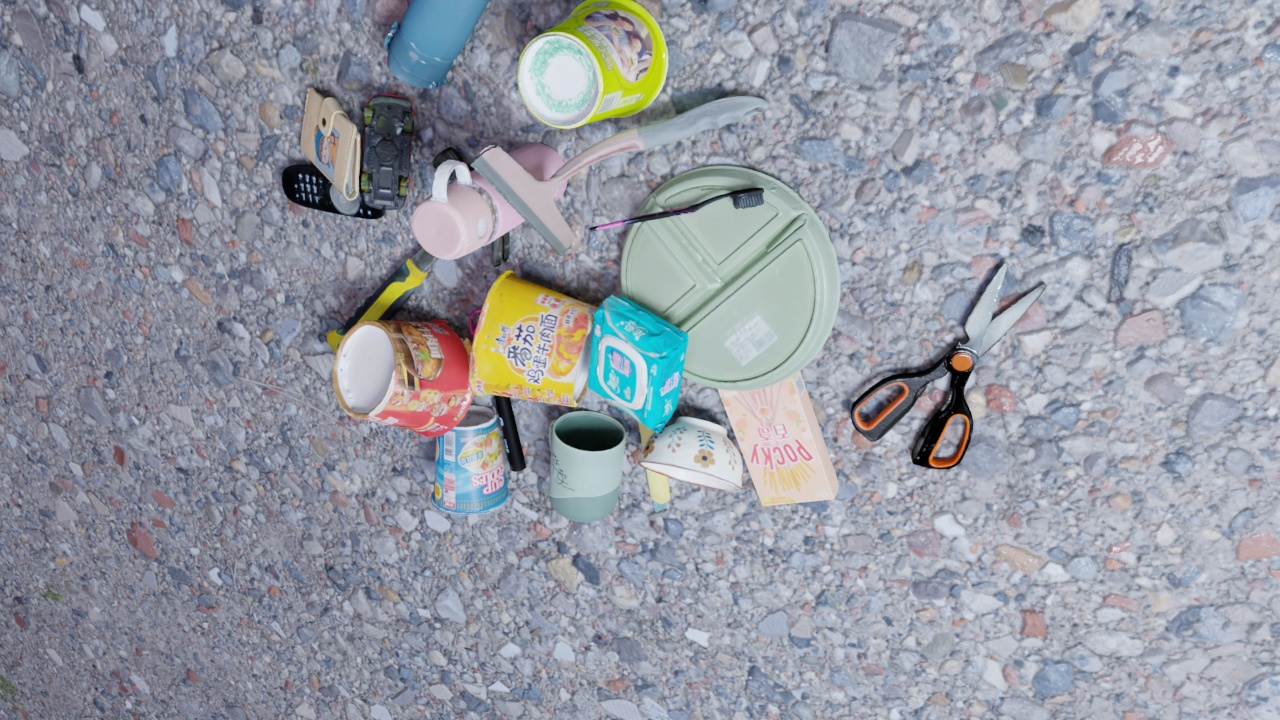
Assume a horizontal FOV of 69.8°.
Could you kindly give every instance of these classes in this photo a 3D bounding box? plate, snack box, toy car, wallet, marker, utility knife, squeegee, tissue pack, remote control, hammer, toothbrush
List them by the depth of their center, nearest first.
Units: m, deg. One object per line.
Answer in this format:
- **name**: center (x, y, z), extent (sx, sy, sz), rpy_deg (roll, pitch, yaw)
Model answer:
- **squeegee**: center (-0.004, -0.196, 0.845), extent (0.250, 0.247, 0.040), rpy_deg (-22, 75, 7)
- **toothbrush**: center (0.031, -0.139, 0.876), extent (0.190, 0.014, 0.018), rpy_deg (-8, 114, 30)
- **plate**: center (0.080, -0.074, 0.900), extent (0.230, 0.027, 0.230), rpy_deg (10, 113, 24)
- **tissue pack**: center (-0.006, 0.005, 0.936), extent (0.093, 0.050, 0.134), rpy_deg (33, 141, 24)
- **snack box**: center (0.146, 0.079, 0.967), extent (0.085, 0.026, 0.157), rpy_deg (-12, 110, 30)
- **toy car**: center (-0.269, -0.222, 0.975), extent (0.053, 0.045, 0.121), rpy_deg (6, 113, -14)
- **wallet**: center (-0.332, -0.237, 0.986), extent (0.115, 0.024, 0.087), rpy_deg (43, 132, 35)
- **remote control**: center (-0.344, -0.193, 1.041), extent (0.136, 0.024, 0.053), rpy_deg (13, 118, 15)
- **utility knife**: center (0.014, 0.109, 1.047), extent (0.031, 0.018, 0.166), rpy_deg (6, 117, 25)
- **hammer**: center (-0.264, -0.095, 1.053), extent (0.126, 0.031, 0.324), rpy_deg (48, 124, -5)
- **marker**: center (-0.158, 0.073, 1.103), extent (0.022, 0.020, 0.132), rpy_deg (-10, 113, -4)

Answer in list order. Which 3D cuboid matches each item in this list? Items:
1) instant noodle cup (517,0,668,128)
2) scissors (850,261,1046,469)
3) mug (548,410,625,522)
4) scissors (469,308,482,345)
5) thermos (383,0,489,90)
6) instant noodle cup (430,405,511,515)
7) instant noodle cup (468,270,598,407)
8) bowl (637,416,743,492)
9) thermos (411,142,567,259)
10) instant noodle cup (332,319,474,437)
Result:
- **instant noodle cup**: center (-0.048, -0.260, 0.816), extent (0.112, 0.123, 0.112), rpy_deg (10, 119, 19)
- **scissors**: center (0.305, 0.017, 0.874), extent (0.230, 0.021, 0.190), rpy_deg (-29, 107, 27)
- **mug**: center (-0.071, 0.117, 1.057), extent (0.112, 0.082, 0.106), rpy_deg (36, 131, 40)
- **scissors**: center (-0.199, -0.011, 1.080), extent (0.056, 0.017, 0.134), rpy_deg (40, 128, -7)
- **thermos**: center (-0.171, -0.353, 0.857), extent (0.070, 0.070, 0.221), rpy_deg (42, 124, -2)
- **instant noodle cup**: center (-0.208, 0.116, 1.107), extent (0.099, 0.099, 0.110), rpy_deg (8, 112, 20)
- **instant noodle cup**: center (-0.105, -0.015, 0.970), extent (0.110, 0.137, 0.138), rpy_deg (15, 121, 6)
- **bowl**: center (0.058, 0.097, 0.982), extent (0.113, 0.113, 0.062), rpy_deg (10, 77, 19)
- **thermos**: center (-0.139, -0.161, 0.864), extent (0.067, 0.198, 0.087), rpy_deg (13, 118, 19)
- **instant noodle cup**: center (-0.271, 0.017, 1.034), extent (0.138, 0.108, 0.138), rpy_deg (-5, 81, 35)
